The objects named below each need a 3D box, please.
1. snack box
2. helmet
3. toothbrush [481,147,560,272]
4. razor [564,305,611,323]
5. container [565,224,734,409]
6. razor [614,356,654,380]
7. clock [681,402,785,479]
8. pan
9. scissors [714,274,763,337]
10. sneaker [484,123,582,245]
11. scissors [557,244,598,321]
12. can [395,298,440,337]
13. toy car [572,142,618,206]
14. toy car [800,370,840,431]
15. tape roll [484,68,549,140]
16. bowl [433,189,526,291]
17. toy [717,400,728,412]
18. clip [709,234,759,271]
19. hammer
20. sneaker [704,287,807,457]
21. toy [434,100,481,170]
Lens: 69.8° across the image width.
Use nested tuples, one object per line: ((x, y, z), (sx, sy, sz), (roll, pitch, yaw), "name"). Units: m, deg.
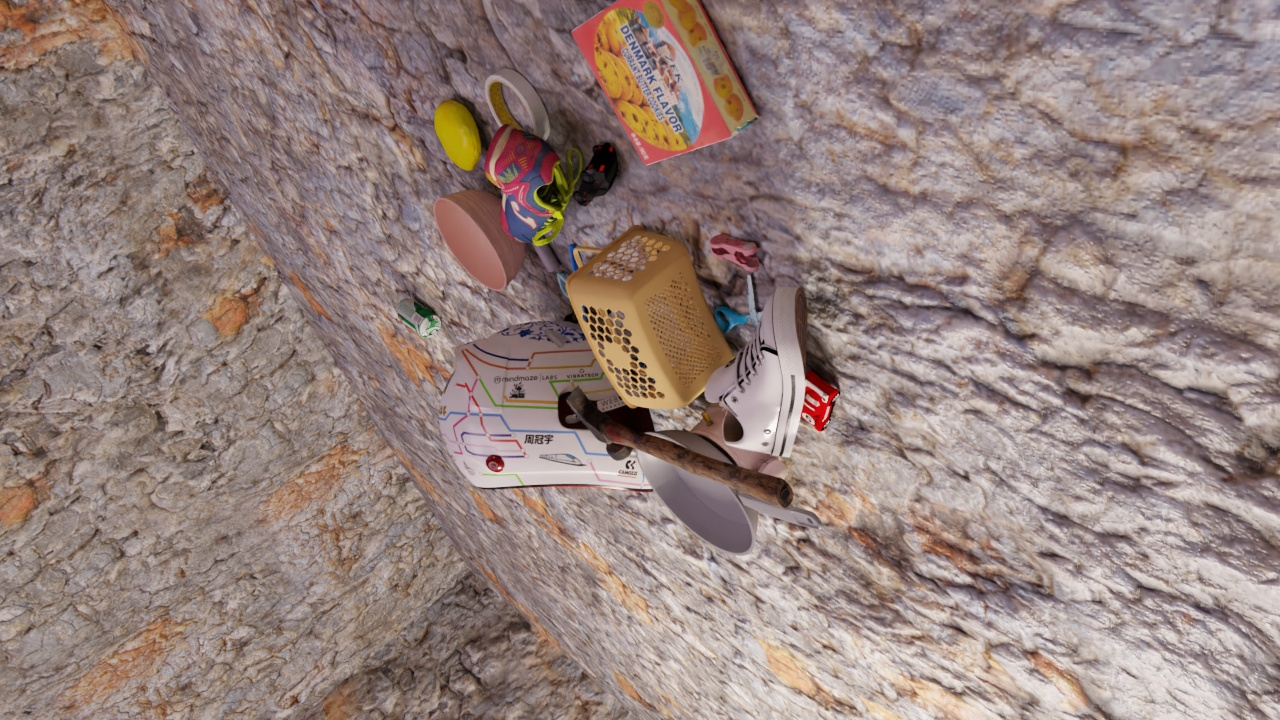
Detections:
((0.019, -0.254, 0.811), (0.145, 0.040, 0.142), (2, 126, 60), "snack box")
((-0.121, 0.062, 1.287), (0.231, 0.314, 0.236), (-169, 82, -80), "helmet")
((-0.163, -0.202, 1.233), (0.019, 0.018, 0.188), (8, 133, 59), "toothbrush")
((-0.080, -0.067, 1.285), (0.044, 0.021, 0.144), (53, 158, -6), "razor")
((-0.002, -0.045, 1.042), (0.167, 0.129, 0.183), (16, 139, 52), "container")
((-0.007, 0.007, 1.193), (0.044, 0.018, 0.140), (45, -171, 11), "razor")
((0.126, 0.125, 1.154), (0.158, 0.058, 0.117), (47, 156, 5), "clock")
((0.111, 0.160, 1.095), (0.201, 0.050, 0.357), (56, 154, -15), "pan")
((0.127, -0.035, 0.978), (0.119, 0.014, 0.129), (55, 154, -3), "scissors")
((-0.120, -0.186, 1.079), (0.091, 0.116, 0.242), (21, 169, 5), "sneaker")
((-0.086, -0.098, 1.227), (0.130, 0.013, 0.125), (38, 142, 59), "scissors")
((-0.450, -0.087, 1.862), (0.101, 0.053, 0.053), (32, 151, 34), "can")
((-0.047, -0.200, 1.008), (0.036, 0.042, 0.092), (25, 157, -5), "toy car")
((0.185, 0.045, 0.974), (0.038, 0.025, 0.090), (40, 154, 23), "toy car")
((-0.143, -0.292, 1.067), (0.094, 0.019, 0.094), (40, 154, 24), "tape roll")
((-0.211, -0.179, 1.281), (0.153, 0.076, 0.153), (38, 154, 22), "bowl")
((0.132, 0.055, 1.071), (0.109, 0.041, 0.096), (43, 155, 1), "toy")
((0.094, -0.112, 0.911), (0.060, 0.023, 0.045), (41, 150, 17), "clip")
((0.038, 0.103, 1.040), (0.331, 0.033, 0.120), (14, 150, 51), "hammer")
((0.115, 0.015, 0.930), (0.097, 0.091, 0.246), (4, 149, 5), "sneaker")
((-0.238, -0.293, 1.194), (0.096, 0.041, 0.094), (-8, 108, 65), "toy")
